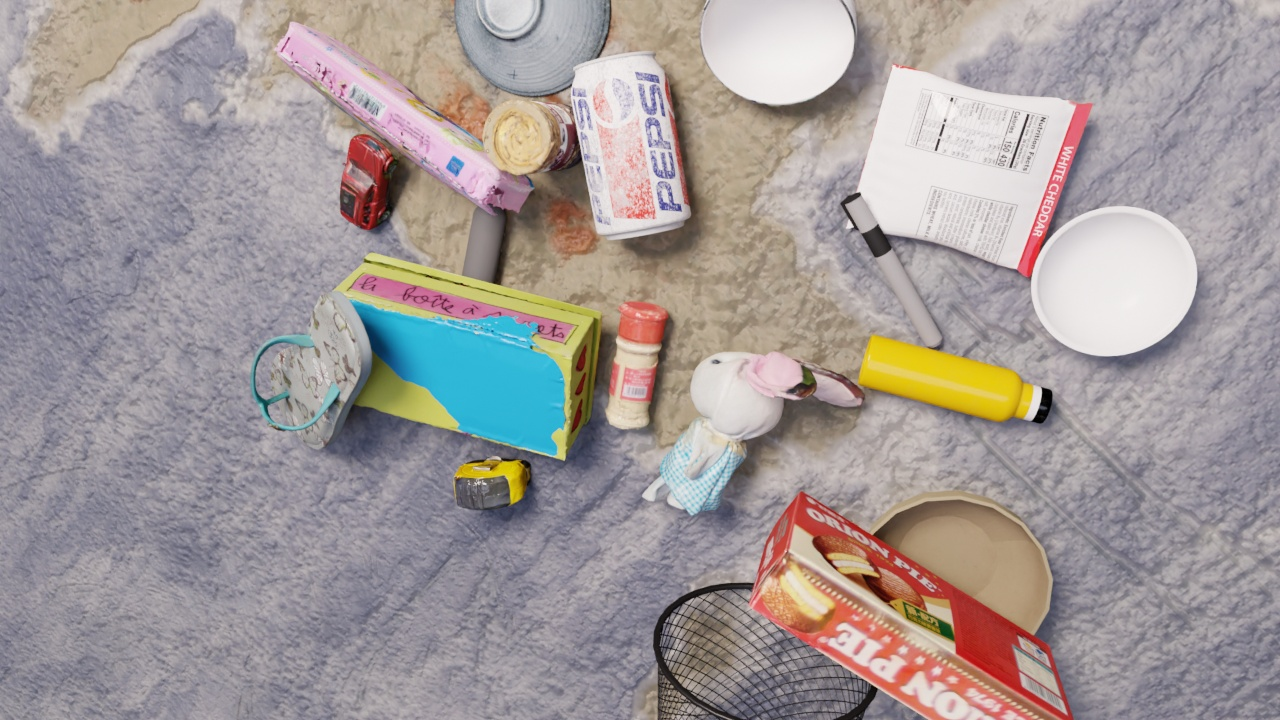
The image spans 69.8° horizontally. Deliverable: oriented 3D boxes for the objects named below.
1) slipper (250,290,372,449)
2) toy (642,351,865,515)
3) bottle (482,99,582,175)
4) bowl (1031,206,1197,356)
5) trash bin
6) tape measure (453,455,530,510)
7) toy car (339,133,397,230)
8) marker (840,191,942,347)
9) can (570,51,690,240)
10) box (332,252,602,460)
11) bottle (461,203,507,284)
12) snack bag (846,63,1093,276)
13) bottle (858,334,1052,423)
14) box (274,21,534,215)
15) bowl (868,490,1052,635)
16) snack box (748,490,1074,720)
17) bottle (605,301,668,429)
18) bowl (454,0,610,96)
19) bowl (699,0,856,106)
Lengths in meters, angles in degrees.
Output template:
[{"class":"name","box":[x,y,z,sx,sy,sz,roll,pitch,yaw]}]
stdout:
[{"class":"slipper","box":[-0.291,0.024,0.791,0.270,0.054,0.098,-28,88,54]},{"class":"toy","box":[0.073,0.053,0.776,0.206,0.130,0.105,-46,59,28]},{"class":"bottle","box":[-0.081,-0.178,0.734,0.056,0.105,0.056,3,105,13]},{"class":"bowl","box":[0.349,-0.062,0.689,0.110,0.040,0.110,3,104,13]},{"class":"trash bin","box":[0.094,0.333,0.788,0.184,0.183,0.210,9,111,12]},{"class":"tape measure","box":[-0.139,0.110,0.844,0.066,0.064,0.037,0,105,13]},{"class":"toy car","box":[-0.242,-0.156,0.806,0.042,0.036,0.091,34,132,7]},{"class":"marker","box":[0.201,-0.070,0.725,0.016,0.016,0.140,-29,106,19]},{"class":"can","box":[-0.008,-0.169,0.733,0.078,0.078,0.136,-7,102,16]},{"class":"box","box":[-0.150,-0.003,0.796,0.221,0.080,0.125,12,127,9]},{"class":"bottle","box":[-0.134,-0.112,0.804,0.030,0.030,0.113,17,107,9]},{"class":"snack bag","box":[0.244,-0.144,0.695,0.144,0.039,0.131,17,112,14]},{"class":"bottle","box":[0.251,0.018,0.733,0.144,0.043,0.043,15,107,10]},{"class":"box","box":[-0.199,-0.192,0.756,0.230,0.084,0.053,37,104,11]},{"class":"bowl","box":[0.258,0.175,0.767,0.152,0.050,0.152,3,105,13]},{"class":"snack box","box":[0.202,0.202,0.700,0.236,0.113,0.060,32,110,4]},{"class":"bottle","box":[-0.005,0.005,0.795,0.044,0.044,0.109,12,107,11]},{"class":"bowl","box":[-0.097,-0.284,0.737,0.137,0.057,0.137,3,104,13]},{"class":"bowl","box":[0.105,-0.254,0.679,0.113,0.063,0.114,11,145,8]}]
